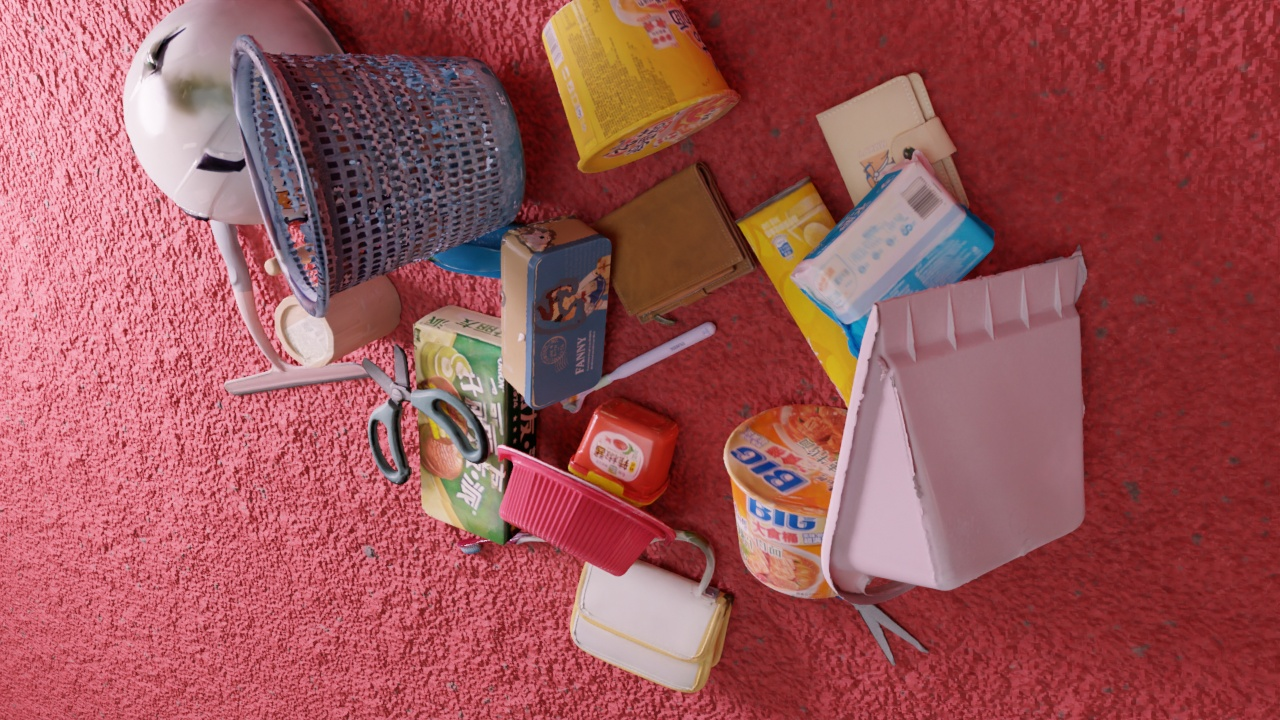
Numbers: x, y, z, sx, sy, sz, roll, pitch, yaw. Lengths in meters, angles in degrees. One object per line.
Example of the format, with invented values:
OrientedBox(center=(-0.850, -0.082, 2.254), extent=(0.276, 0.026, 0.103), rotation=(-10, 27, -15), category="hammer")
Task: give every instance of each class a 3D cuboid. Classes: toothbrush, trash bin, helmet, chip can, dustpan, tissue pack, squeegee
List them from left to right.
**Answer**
OrientedBox(center=(-0.406, -0.236, 0.894), extent=(0.275, 0.156, 0.230), rotation=(-26, 99, 33), category="helmet")
OrientedBox(center=(-0.452, -0.075, 1.062), extent=(0.248, 0.040, 0.250), rotation=(-7, 108, 30), category="squeegee")
OrientedBox(center=(-0.214, -0.168, 0.781), extent=(0.226, 0.194, 0.227), rotation=(38, 137, 46), category="trash bin")
OrientedBox(center=(-0.136, 0.206, 1.045), extent=(0.188, 0.016, 0.017), rotation=(-11, 115, 30), category="toothbrush")
OrientedBox(center=(-0.005, 0.005, 0.883), extent=(0.190, 0.021, 0.029), rotation=(-27, 101, 31), category="toothbrush")
OrientedBox(center=(0.161, -0.042, 0.748), extent=(0.072, 0.071, 0.213), rotation=(-27, 98, 33), category="chip can")
OrientedBox(center=(0.185, -0.076, 0.678), extent=(0.090, 0.063, 0.140), rotation=(45, 92, -7), category="tissue pack")
OrientedBox(center=(0.222, 0.064, 0.699), extent=(0.139, 0.222, 0.273), rotation=(1, 100, 60), category="dustpan")

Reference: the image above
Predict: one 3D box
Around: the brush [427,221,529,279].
OrientedBox(center=(-0.149, -0.105, 0.874), extent=(0.144, 0.073, 0.055), rotation=(11, 111, 22), category="brush")

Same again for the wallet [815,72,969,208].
OrientedBox(center=(0.197, -0.154, 0.707), extent=(0.087, 0.024, 0.115), rotation=(-20, 102, 30), category="wallet")

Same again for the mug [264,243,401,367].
OrientedBox(center=(-0.326, -0.065, 0.963), extent=(0.084, 0.103, 0.124), rotation=(-17, 105, 31), category="mug")

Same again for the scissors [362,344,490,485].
OrientedBox(center=(-0.237, 0.075, 0.959), extent=(0.170, 0.019, 0.180), rotation=(38, 126, 8), category="scissors")

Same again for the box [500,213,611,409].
OrientedBox(center=(-0.080, -0.039, 0.845), extent=(0.059, 0.089, 0.185), rotation=(38, 139, 39), category="box")

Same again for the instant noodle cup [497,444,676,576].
OrientedBox(center=(-0.063, 0.152, 0.883), extent=(0.194, 0.194, 0.065), rotation=(22, 77, 17), category="instant noodle cup")

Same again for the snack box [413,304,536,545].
OrientedBox(center=(-0.172, 0.069, 0.970), extent=(0.114, 0.063, 0.240), rotation=(17, 119, 23), category="snack box")

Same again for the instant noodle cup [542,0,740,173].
OrientedBox(center=(-0.007, -0.225, 0.718), extent=(0.138, 0.137, 0.110), rotation=(-22, 92, 33), category="instant noodle cup")

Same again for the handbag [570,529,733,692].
OrientedBox(center=(0.012, 0.250, 0.967), extent=(0.163, 0.063, 0.179), rotation=(18, 116, 17), category="handbag")

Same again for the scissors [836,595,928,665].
OrientedBox(center=(0.200, 0.226, 0.887), extent=(0.157, 0.012, 0.165), rotation=(2, 114, 24), category="scissors")

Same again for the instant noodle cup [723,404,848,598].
OrientedBox(center=(0.147, 0.124, 0.793), extent=(0.151, 0.151, 0.112), rotation=(12, 125, 22), category="instant noodle cup")

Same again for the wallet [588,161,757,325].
OrientedBox(center=(0.027, -0.094, 0.813), extent=(0.131, 0.035, 0.119), rotation=(-24, 100, 34), category="wallet")

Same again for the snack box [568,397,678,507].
OrientedBox(center=(-0.012, 0.086, 0.894), extent=(0.091, 0.081, 0.080), rotation=(23, 107, 15), category="snack box")
